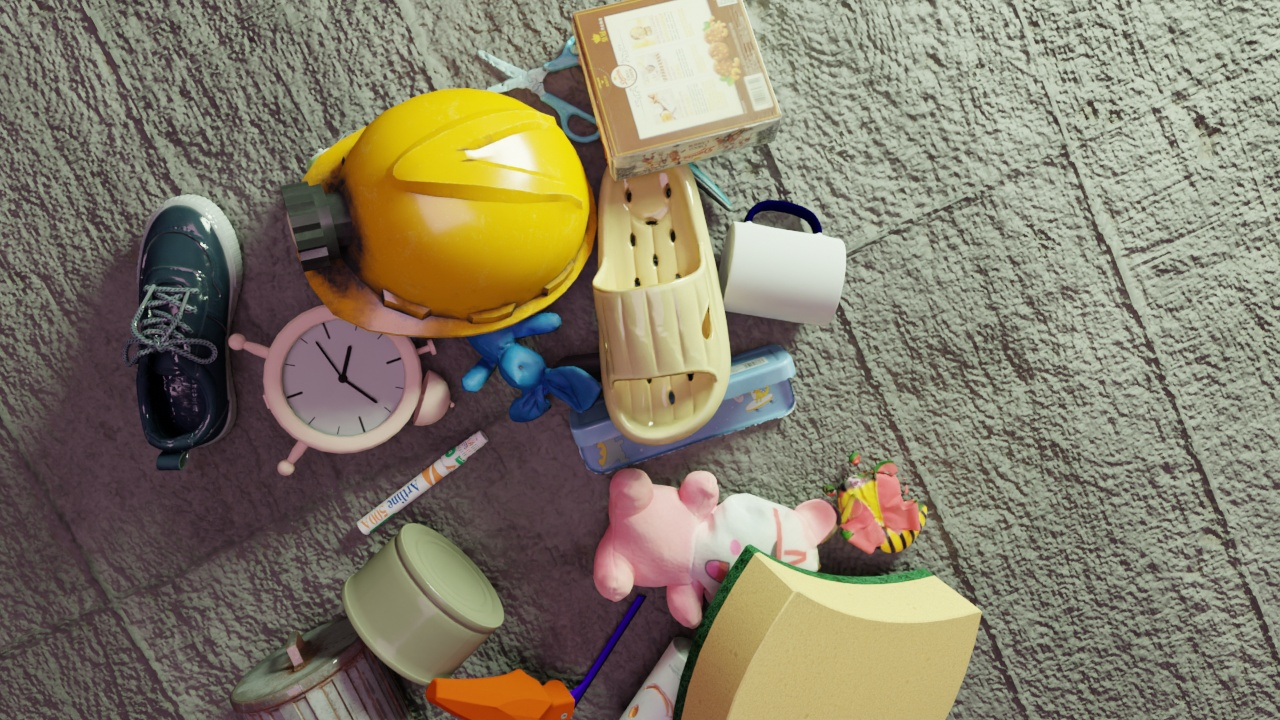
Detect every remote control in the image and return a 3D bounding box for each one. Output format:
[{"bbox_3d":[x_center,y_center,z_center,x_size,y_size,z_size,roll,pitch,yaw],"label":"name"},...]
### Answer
[{"bbox_3d":[-0.005,0.005,0.826,0.147,0.015,0.033,-6,141,14],"label":"remote control"}]

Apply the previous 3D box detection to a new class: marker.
[{"bbox_3d":[-0.203,0.114,0.858,0.145,0.017,0.017,-37,97,4],"label":"marker"}]

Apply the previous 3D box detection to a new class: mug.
[{"bbox_3d":[0.124,-0.091,0.816,0.097,0.079,0.111,9,69,-3],"label":"mug"},{"bbox_3d":[0.036,0.328,0.863,0.082,0.082,0.105,32,95,-6],"label":"mug"}]

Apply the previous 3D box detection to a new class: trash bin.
[{"bbox_3d":[-0.268,0.343,0.833,0.131,0.130,0.211,-24,100,1],"label":"trash bin"}]

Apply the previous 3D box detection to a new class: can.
[{"bbox_3d":[-0.192,0.215,0.818,0.073,0.127,0.128,-45,97,2],"label":"can"}]

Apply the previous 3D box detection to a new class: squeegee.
[{"bbox_3d":[-0.113,0.309,0.829,0.184,0.055,0.250,27,98,-41],"label":"squeegee"}]

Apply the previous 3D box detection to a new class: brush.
[{"bbox_3d":[0.165,0.278,0.813,0.250,0.075,0.195,14,102,-29],"label":"brush"}]

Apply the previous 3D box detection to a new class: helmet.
[{"bbox_3d":[-0.146,-0.133,0.726,0.255,0.131,0.205,-16,80,-18],"label":"helmet"}]

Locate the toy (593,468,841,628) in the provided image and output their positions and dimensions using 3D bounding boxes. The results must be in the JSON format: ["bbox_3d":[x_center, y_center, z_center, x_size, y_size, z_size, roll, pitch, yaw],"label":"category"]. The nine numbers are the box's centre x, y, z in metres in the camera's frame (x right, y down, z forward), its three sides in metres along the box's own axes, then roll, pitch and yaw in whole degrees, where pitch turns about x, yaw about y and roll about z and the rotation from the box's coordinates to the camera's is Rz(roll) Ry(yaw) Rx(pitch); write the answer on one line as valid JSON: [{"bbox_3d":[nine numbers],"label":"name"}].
[{"bbox_3d":[0.068,0.171,0.842,0.213,0.084,0.142,10,98,-2],"label":"toy"}]

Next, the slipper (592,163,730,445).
[{"bbox_3d":[0.014,-0.062,0.765,0.111,0.079,0.261,-5,82,4],"label":"slipper"}]

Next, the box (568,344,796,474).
[{"bbox_3d":[0.042,0.053,0.838,0.210,0.072,0.079,-17,112,-1],"label":"box"}]

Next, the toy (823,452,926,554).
[{"bbox_3d":[0.224,0.141,0.864,0.103,0.046,0.084,38,82,-11],"label":"toy"}]

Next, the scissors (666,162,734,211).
[{"bbox_3d":[0.025,-0.173,0.825,0.149,0.019,0.131,1,96,-1],"label":"scissors"}]

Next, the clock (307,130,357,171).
[{"bbox_3d":[-0.244,-0.141,0.809,0.094,0.042,0.119,0,97,-3],"label":"clock"}]

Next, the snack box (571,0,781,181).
[{"bbox_3d":[0.028,-0.239,0.774,0.147,0.041,0.143,-15,75,-3],"label":"snack box"}]

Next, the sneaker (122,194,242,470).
[{"bbox_3d":[-0.402,-0.026,0.797,0.089,0.087,0.235,0,98,-2],"label":"sneaker"}]

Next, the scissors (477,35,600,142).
[{"bbox_3d":[-0.080,-0.236,0.813,0.138,0.015,0.120,-17,90,5],"label":"scissors"}]

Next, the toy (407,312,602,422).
[{"bbox_3d":[-0.123,0.000,0.808,0.176,0.070,0.113,34,128,-6],"label":"toy"}]

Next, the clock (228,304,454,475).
[{"bbox_3d":[-0.262,0.013,0.820,0.160,0.086,0.131,-20,98,-8],"label":"clock"}]
